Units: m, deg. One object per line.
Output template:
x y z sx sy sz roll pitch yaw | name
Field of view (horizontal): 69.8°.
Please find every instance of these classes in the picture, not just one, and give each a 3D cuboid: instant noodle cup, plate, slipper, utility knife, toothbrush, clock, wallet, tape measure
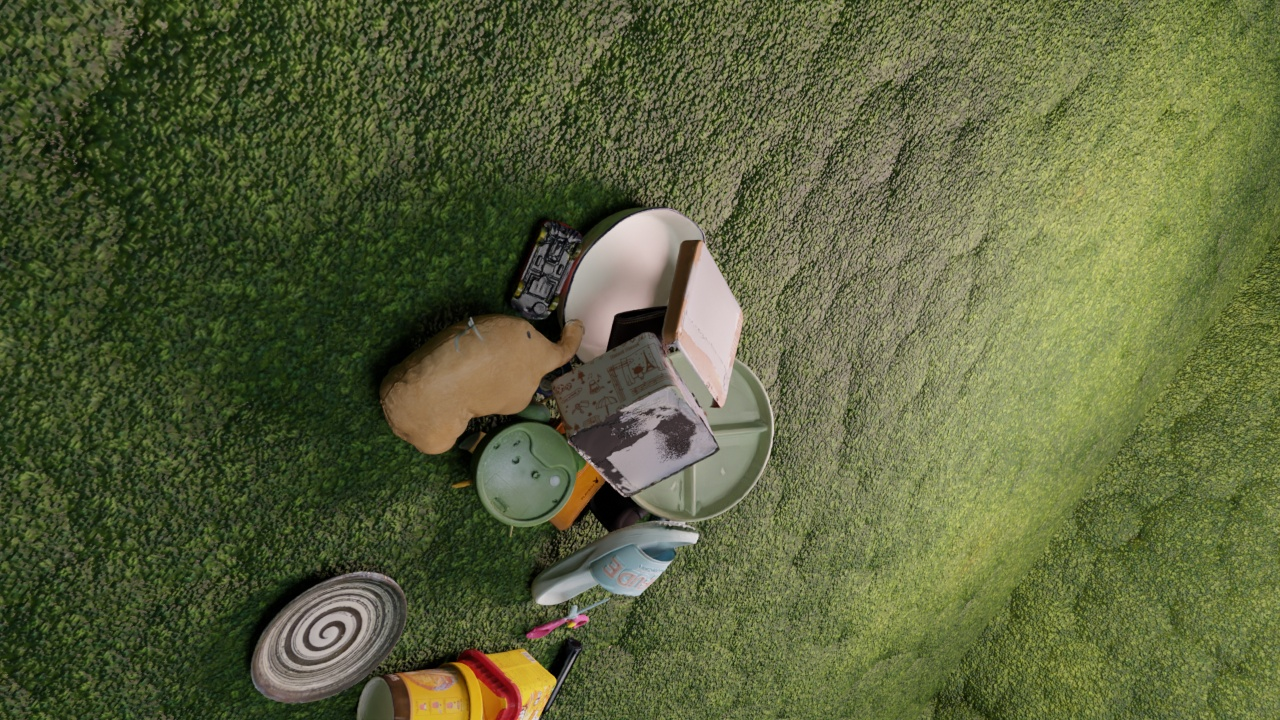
-0.187 0.446 1.219 0.123 0.116 0.116 6 113 -59 | instant noodle cup
-0.273 0.432 1.120 0.114 0.118 0.118 14 107 -41 | instant noodle cup
-0.346 0.305 1.024 0.179 0.024 0.180 -24 133 -29 | plate
-0.036 0.274 1.190 0.246 0.074 0.104 -30 152 21 | slipper
-0.136 0.122 1.098 0.208 0.021 0.031 31 96 -44 | utility knife
-0.140 0.507 1.364 0.027 0.026 0.213 23 103 -10 | toothbrush
0.067 0.096 1.194 0.230 0.027 0.230 -3 97 -21 | plate
-0.124 0.110 1.028 0.116 0.056 0.161 47 74 -22 | clock
-0.005 -0.005 1.066 0.096 0.020 0.122 -12 129 -38 | wallet
-0.093 0.130 1.118 0.119 0.035 0.131 -48 135 -11 | wallet
-0.013 -0.084 1.050 0.204 0.045 0.205 -23 131 -30 | plate
-0.105 0.015 1.047 0.054 0.025 0.058 -58 144 2 | tape measure

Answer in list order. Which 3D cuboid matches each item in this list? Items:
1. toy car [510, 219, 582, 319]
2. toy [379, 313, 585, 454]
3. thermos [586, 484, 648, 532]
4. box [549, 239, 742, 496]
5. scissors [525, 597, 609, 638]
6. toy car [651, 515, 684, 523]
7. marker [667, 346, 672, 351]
-0.101 -0.094 0.963 0.049 0.031 0.106 20 102 -19 | toy car
-0.154 0.009 0.932 0.225 0.082 0.143 -28 149 -11 | toy
0.033 0.129 1.232 0.242 0.068 0.090 -41 125 -14 | thermos
0.032 0.017 1.013 0.271 0.133 0.179 -51 145 -10 | box
-0.103 0.357 1.270 0.131 0.017 0.134 -15 155 -14 | scissors
0.035 0.251 1.345 0.054 0.037 0.121 0 120 -44 | toy car
-0.007 0.007 1.144 0.123 0.015 0.018 -30 141 -28 | marker
